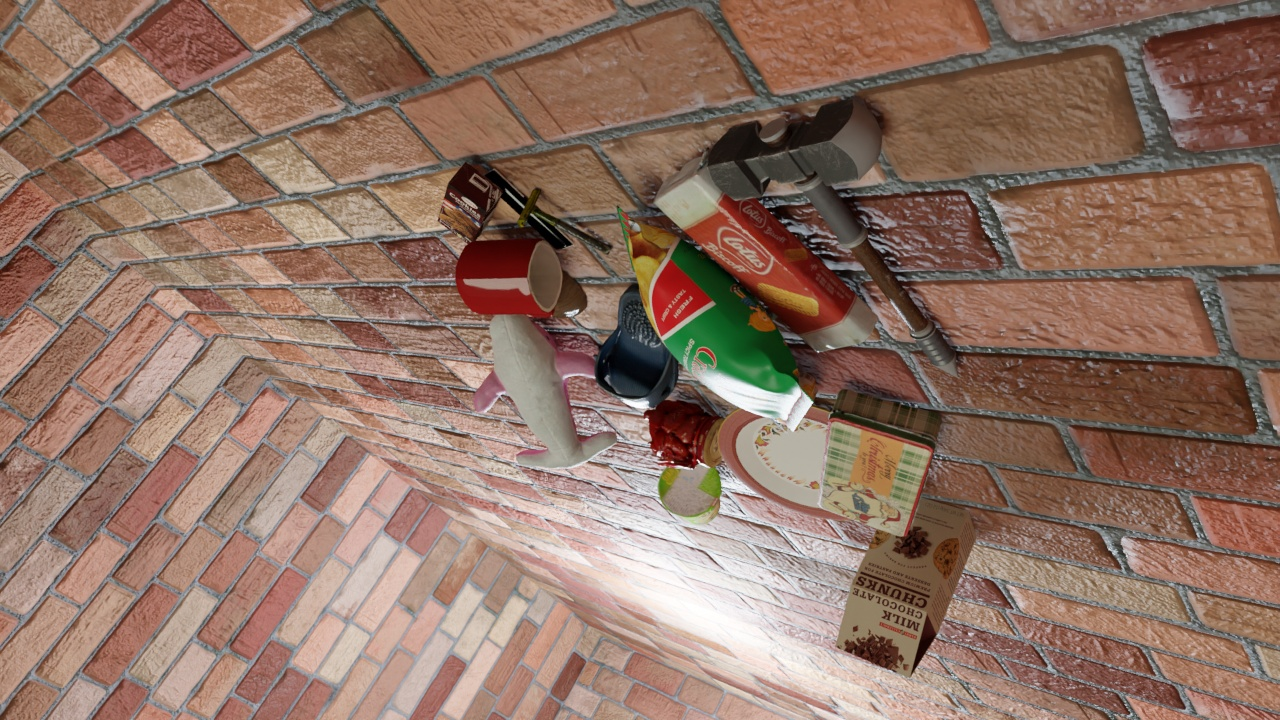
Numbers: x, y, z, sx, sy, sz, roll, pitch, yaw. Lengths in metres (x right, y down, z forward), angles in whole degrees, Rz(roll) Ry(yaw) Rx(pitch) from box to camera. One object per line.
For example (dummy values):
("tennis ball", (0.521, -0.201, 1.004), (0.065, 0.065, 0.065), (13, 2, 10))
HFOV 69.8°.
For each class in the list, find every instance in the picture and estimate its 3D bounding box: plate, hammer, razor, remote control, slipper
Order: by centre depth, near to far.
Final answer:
("hammer", (0.198, -0.080, 0.776), (0.156, 0.043, 0.322), (2, 145, 50))
("razor", (-0.079, -0.144, 1.005), (0.106, 0.042, 0.026), (27, 156, -13))
("remote control", (-0.127, -0.168, 1.038), (0.124, 0.011, 0.028), (42, 155, -23))
("slipper", (-0.007, 0.007, 1.133), (0.101, 0.082, 0.264), (27, 152, 8))
("plate", (0.209, 0.122, 1.144), (0.230, 0.021, 0.230), (17, 142, 14))

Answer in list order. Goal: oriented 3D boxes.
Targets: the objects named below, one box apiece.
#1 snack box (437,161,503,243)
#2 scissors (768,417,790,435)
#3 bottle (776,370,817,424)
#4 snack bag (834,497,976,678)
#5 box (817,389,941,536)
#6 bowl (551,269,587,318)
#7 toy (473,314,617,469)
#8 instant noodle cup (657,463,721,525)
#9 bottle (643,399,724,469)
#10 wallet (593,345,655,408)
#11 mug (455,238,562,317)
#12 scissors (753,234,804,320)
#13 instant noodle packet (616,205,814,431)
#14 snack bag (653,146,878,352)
("snack box", (-0.199, -0.178, 1.061), (0.051, 0.031, 0.141), (37, 163, -9))
("scissors", (0.115, 0.038, 1.091), (0.169, 0.012, 0.133), (47, 167, 1))
("bottle", (0.140, 0.024, 1.022), (0.108, 0.063, 0.063), (31, 157, 5))
("snack bag", (0.321, 0.273, 1.113), (0.094, 0.206, 0.070), (14, 151, 37))
("box", (0.263, 0.119, 1.034), (0.118, 0.050, 0.206), (15, 145, 16))
("bowl", (-0.125, -0.089, 1.171), (0.118, 0.030, 0.118), (27, 157, 12))
("toy", (-0.137, 0.030, 1.312), (0.187, 0.127, 0.266), (-15, 113, 11))
("instant noodle cup", (0.085, 0.213, 1.448), (0.099, 0.098, 0.108), (23, 163, 21))
("bottle", (0.055, 0.104, 1.243), (0.111, 0.098, 0.099), (16, 153, 32))
("wallet", (-0.022, 0.026, 1.295), (0.091, 0.018, 0.116), (25, 158, 15))
("mug", (-0.150, -0.089, 1.099), (0.097, 0.080, 0.116), (1, 145, 23))
("scissors", (0.128, -0.081, 0.894), (0.171, 0.021, 0.172), (34, 153, 2))
("instant noodle packet", (0.071, -0.033, 0.913), (0.252, 0.090, 0.196), (46, 175, 12))
("snack bag", (0.114, -0.092, 0.828), (0.225, 0.041, 0.078), (39, 156, -17))
